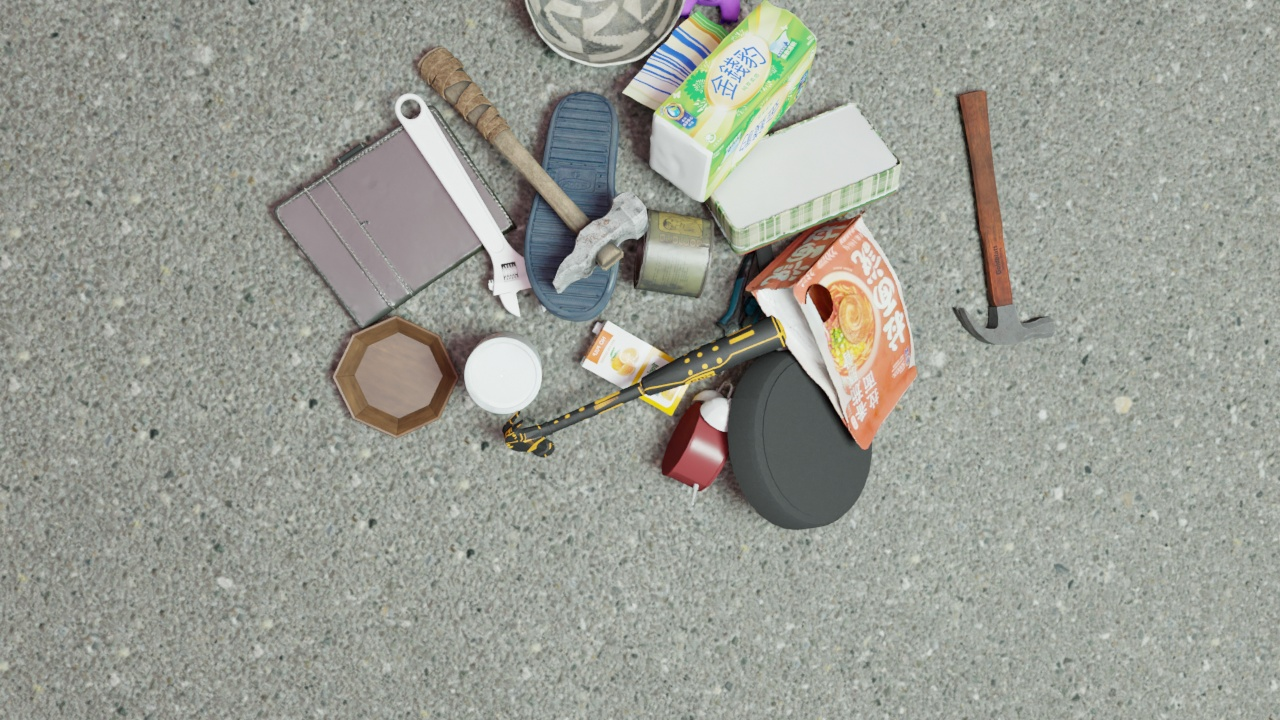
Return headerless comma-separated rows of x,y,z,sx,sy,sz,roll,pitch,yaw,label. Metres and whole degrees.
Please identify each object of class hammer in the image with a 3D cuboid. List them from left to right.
-0.129,-0.214,0.960,0.121,0.049,0.318,-40,76,-7,hammer
0.002,0.028,0.972,0.321,0.123,0.036,-24,68,10,hammer
0.412,-0.166,1.084,0.111,0.028,0.300,-11,95,-7,hammer

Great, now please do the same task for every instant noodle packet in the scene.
0.232,-0.032,1.024,0.163,0.084,0.221,-43,111,-39,instant noodle packet

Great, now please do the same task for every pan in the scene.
0.171,0.011,1.022,0.203,0.044,0.355,-9,89,-38,pan

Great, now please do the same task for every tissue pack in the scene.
0.073,-0.293,0.979,0.141,0.120,0.197,38,67,11,tissue pack

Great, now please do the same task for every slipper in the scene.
-0.070,-0.163,1.008,0.101,0.082,0.263,3,75,0,slipper

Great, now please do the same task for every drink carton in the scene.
-0.006,0.006,1.041,0.122,0.040,0.058,29,90,-8,drink carton

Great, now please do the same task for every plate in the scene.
-0.270,0.018,1.019,0.131,0.025,0.131,0,95,-7,plate

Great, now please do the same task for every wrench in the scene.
-0.182,-0.166,0.997,0.066,0.018,0.273,-32,100,-4,wrench

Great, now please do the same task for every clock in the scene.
0.070,0.087,1.029,0.048,0.096,0.137,26,94,-9,clock

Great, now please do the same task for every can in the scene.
0.034,-0.118,1.012,0.074,0.090,0.090,8,93,-7,can

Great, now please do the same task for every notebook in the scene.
-0.268,-0.158,1.005,0.209,0.029,0.169,-35,99,-6,notebook

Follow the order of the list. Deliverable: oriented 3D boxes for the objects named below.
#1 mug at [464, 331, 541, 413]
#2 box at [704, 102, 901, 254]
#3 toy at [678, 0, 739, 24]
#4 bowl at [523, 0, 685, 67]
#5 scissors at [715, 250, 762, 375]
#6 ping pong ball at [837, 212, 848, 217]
-0.147,0.012,0.992,0.082,0.105,0.082,0,94,-7,mug
0.174,-0.203,1.019,0.205,0.050,0.117,-23,59,-6,box
0.078,-0.426,1.009,0.106,0.056,0.088,5,91,-6,toy
-0.042,-0.411,0.975,0.178,0.081,0.179,-5,124,-8,bowl
0.125,-0.058,1.062,0.144,0.019,0.126,-26,96,-5,scissors
0.225,-0.184,1.053,0.040,0.040,0.040,-1,94,-7,ping pong ball
